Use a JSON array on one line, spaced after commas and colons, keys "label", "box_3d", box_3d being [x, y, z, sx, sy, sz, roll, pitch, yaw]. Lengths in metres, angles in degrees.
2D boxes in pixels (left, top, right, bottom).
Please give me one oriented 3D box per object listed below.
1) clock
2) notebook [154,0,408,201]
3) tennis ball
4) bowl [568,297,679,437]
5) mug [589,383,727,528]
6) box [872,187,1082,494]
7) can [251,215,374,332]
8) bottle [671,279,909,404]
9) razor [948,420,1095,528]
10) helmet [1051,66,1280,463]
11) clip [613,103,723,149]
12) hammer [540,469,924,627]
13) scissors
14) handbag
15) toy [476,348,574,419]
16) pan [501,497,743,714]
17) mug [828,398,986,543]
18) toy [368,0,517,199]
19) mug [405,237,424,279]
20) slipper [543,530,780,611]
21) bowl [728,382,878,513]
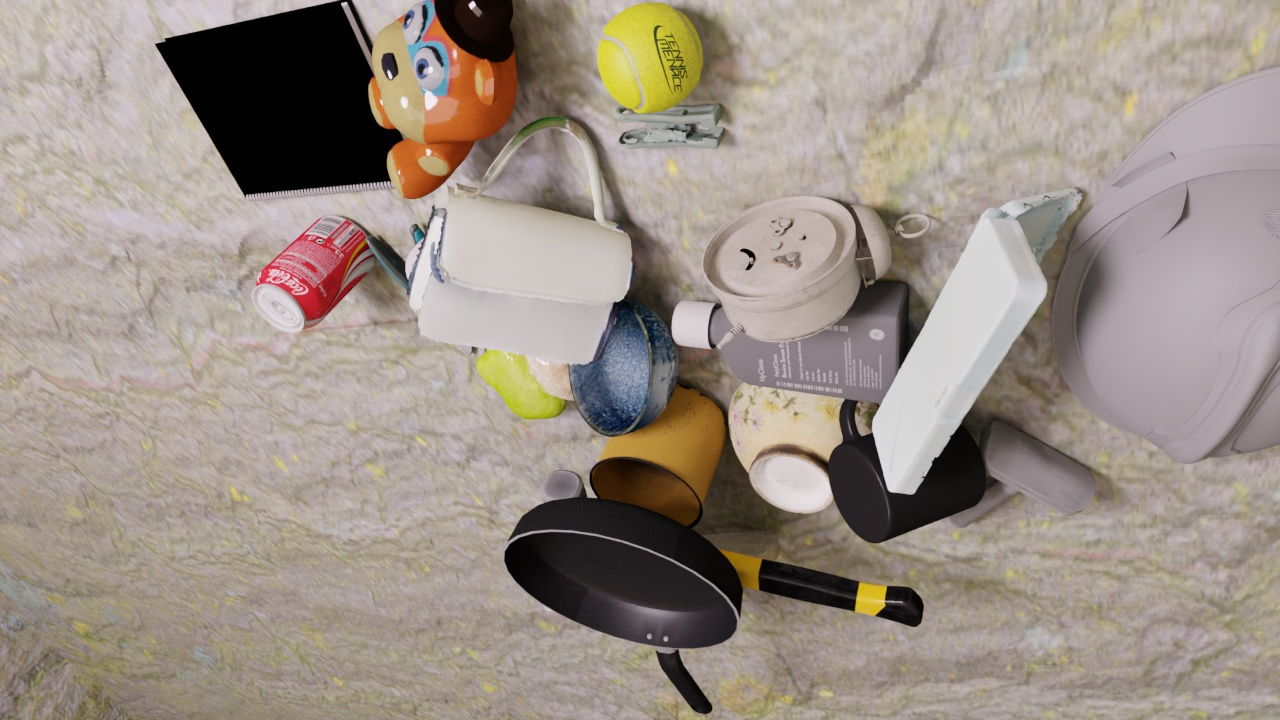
[{"label": "clock", "box_3d": [0.119, -0.064, 0.621, 0.157, 0.103, 0.061, -19, 131, 10]}, {"label": "notebook", "box_3d": [-0.285, -0.204, 0.752, 0.207, 0.016, 0.149, 1, 130, 27]}, {"label": "tennis ball", "box_3d": [0.006, -0.189, 0.574, 0.065, 0.065, 0.065, 15, 136, 15]}, {"label": "bowl", "box_3d": [-0.004, 0.004, 0.756, 0.115, 0.060, 0.114, 2, 92, 52]}, {"label": "mug", "box_3d": [0.022, 0.090, 0.808, 0.101, 0.093, 0.124, 3, 137, 25]}, {"label": "box", "box_3d": [0.215, -0.008, 0.592, 0.074, 0.126, 0.198, 44, 144, 26]}, {"label": "can", "box_3d": [-0.287, -0.076, 0.807, 0.064, 0.104, 0.064, 15, 136, 15]}, {"label": "bottle", "box_3d": [0.110, -0.020, 0.693, 0.174, 0.046, 0.084, 7, 133, 22]}, {"label": "razor", "box_3d": [0.283, 0.104, 0.728, 0.088, 0.047, 0.116, 29, 145, 1]}, {"label": "helmet", "box_3d": [0.339, -0.017, 0.522, 0.183, 0.117, 0.272, 15, 134, 15]}, {"label": "clip", "box_3d": [0.018, -0.160, 0.627, 0.076, 0.023, 0.043, 6, 131, 21]}, {"label": "hammer", "box_3d": [0.073, 0.179, 0.784, 0.325, 0.034, 0.170, 9, 142, 17]}, {"label": "scissors", "box_3d": [-0.190, -0.067, 0.830, 0.156, 0.019, 0.125, 30, 139, -3]}, {"label": "handbag", "box_3d": [-0.078, -0.090, 0.670, 0.151, 0.074, 0.176, 11, 109, -24]}, {"label": "toy", "box_3d": [-0.090, 0.011, 0.834, 0.118, 0.043, 0.092, -22, 115, 37]}, {"label": "pan", "box_3d": [0.011, 0.229, 0.818, 0.204, 0.044, 0.356, 0, 140, 25]}, {"label": "mug", "box_3d": [0.195, 0.072, 0.699, 0.078, 0.088, 0.113, 138, 114, -70]}, {"label": "toy", "box_3d": [-0.134, -0.191, 0.627, 0.177, 0.096, 0.112, -31, 71, 41]}, {"label": "mug", "box_3d": [-0.143, -0.063, 0.769, 0.090, 0.071, 0.107, 3, 130, 39]}, {"label": "slipper", "box_3d": [0.018, 0.220, 0.926, 0.273, 0.114, 0.054, -19, 101, 30]}, {"label": "bowl", "box_3d": [0.134, 0.081, 0.764, 0.145, 0.063, 0.145, 14, 135, 14]}]
